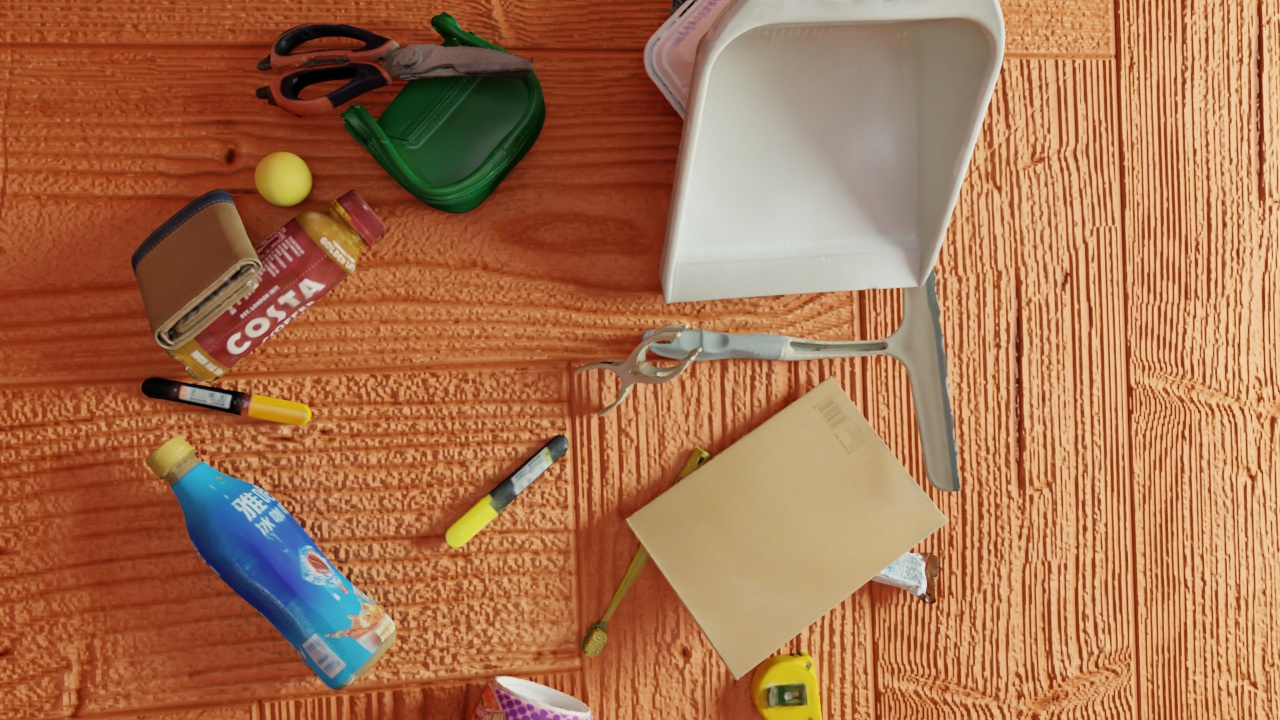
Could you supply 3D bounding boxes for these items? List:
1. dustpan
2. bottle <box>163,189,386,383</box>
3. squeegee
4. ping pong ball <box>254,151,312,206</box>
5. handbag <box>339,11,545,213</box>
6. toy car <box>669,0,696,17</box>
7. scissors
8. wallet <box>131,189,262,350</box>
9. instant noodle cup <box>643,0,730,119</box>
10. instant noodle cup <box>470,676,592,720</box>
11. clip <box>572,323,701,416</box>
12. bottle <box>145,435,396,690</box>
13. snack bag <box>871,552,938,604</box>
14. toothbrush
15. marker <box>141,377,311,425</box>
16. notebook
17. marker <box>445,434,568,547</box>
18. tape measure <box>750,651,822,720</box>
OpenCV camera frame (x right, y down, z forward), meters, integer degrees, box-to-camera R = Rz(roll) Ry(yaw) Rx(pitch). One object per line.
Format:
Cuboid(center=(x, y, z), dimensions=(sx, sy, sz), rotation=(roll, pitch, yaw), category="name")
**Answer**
Cuboid(center=(0.130, -0.148, 0.628), dimensions=(0.222, 0.142, 0.258), rotation=(-4, 112, -6), category="dustpan")
Cuboid(center=(-0.268, -0.058, 0.677), dimensions=(0.175, 0.057, 0.057), rotation=(-40, 96, -6), category="bottle")
Cuboid(center=(0.123, -0.011, 0.752), dimensions=(0.246, 0.039, 0.246), rotation=(0, 72, -3), category="squeegee")
Cuboid(center=(-0.266, -0.135, 0.686), dimensions=(0.040, 0.040, 0.040), rotation=(0, 90, -9), category="ping pong ball")
Cuboid(center=(-0.143, -0.184, 0.691), dimensions=(0.120, 0.068, 0.131), rotation=(39, 85, -2), category="handbag")
Cuboid(center=(0.069, -0.261, 0.742), dimensions=(0.105, 0.031, 0.049), rotation=(43, 86, -21), category="toy car")
Cuboid(center=(-0.180, -0.201, 0.658), dimensions=(0.176, 0.015, 0.210), rotation=(-44, 64, -7), category="scissors")
Cuboid(center=(-0.312, -0.067, 0.645), dimensions=(0.090, 0.115, 0.033), rotation=(-41, 135, -4), category="wallet")
Cuboid(center=(0.103, -0.218, 0.715), dimensions=(0.138, 0.060, 0.173), rotation=(-46, 111, -7), category="instant noodle cup")
Cuboid(center=(-0.091, 0.299, 0.691), dimensions=(0.111, 0.112, 0.099), rotation=(19, 78, -9), category="instant noodle cup")
Cuboid(center=(-0.002, 0.007, 0.718), dimensions=(0.101, 0.034, 0.076), rotation=(-25, 97, 22), category="clip")
Cuboid(center=(-0.275, 0.145, 0.676), dimensions=(0.065, 0.065, 0.218), rotation=(-42, 96, -7), category="bottle")
Cuboid(center=(0.204, 0.171, 0.772), dimensions=(0.105, 0.026, 0.045), rotation=(18, 58, -8), category="snack bag")
Cuboid(center=(0.005, 0.156, 0.745), dimensions=(0.015, 0.016, 0.190), rotation=(31, 86, -9), category="toothbrush")
Cuboid(center=(-0.312, 0.031, 0.694), dimensions=(0.124, 0.015, 0.018), rotation=(11, 87, -7), category="marker")
Cuboid(center=(0.116, 0.127, 0.730), dimensions=(0.211, 0.012, 0.149), rotation=(-34, 76, -10), category="notebook")
Cuboid(center=(-0.105, 0.103, 0.729), dimensions=(0.124, 0.015, 0.018), rotation=(-42, 97, -10), category="marker")
Cuboid(center=(0.122, 0.275, 0.759), dimensions=(0.057, 0.029, 0.060), rotation=(-8, 91, -9), category="tape measure")
